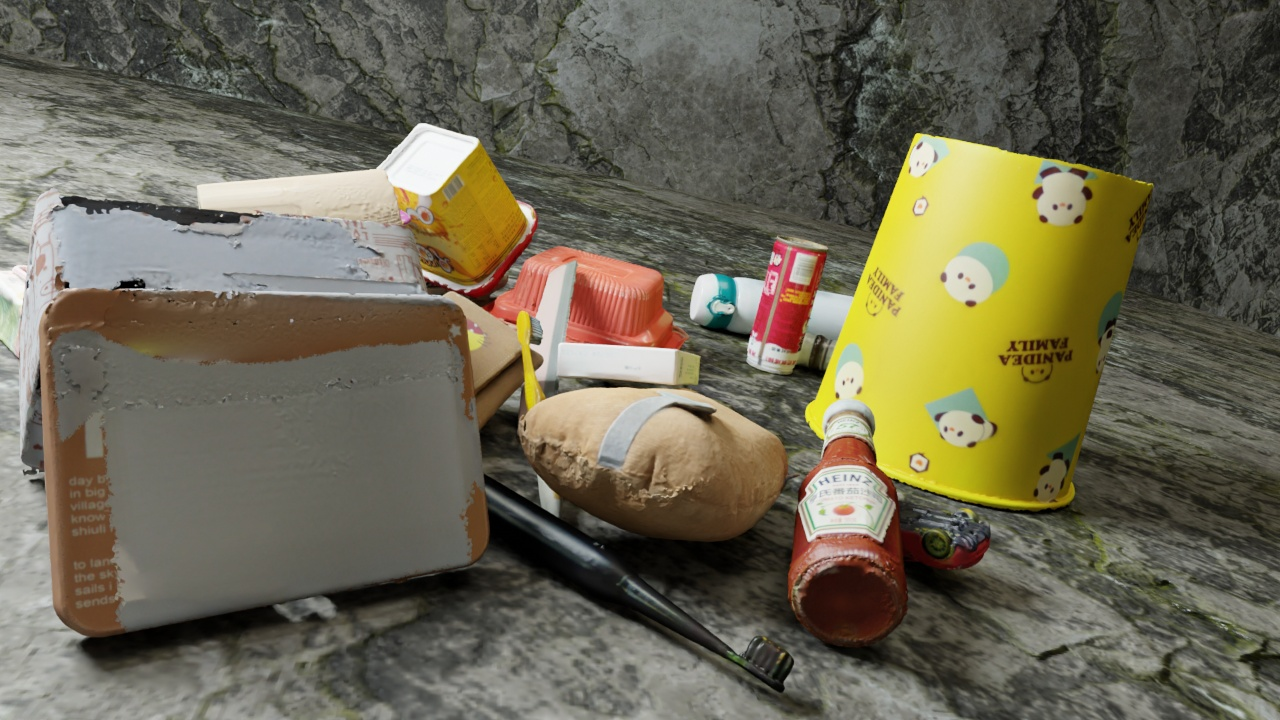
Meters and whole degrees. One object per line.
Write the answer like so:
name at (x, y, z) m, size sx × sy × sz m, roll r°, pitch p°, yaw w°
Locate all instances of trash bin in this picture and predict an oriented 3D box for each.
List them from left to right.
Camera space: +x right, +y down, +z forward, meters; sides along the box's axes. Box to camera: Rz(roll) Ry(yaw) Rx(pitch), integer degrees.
trash bin at (0.281, -0.041, 0.761) m, size 0.229 × 0.255 × 0.229 m, roll 11°, pitch 16°, yaw -3°

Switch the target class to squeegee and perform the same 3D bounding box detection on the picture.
squeegee at (-0.181, -0.016, 0.708) m, size 0.249 × 0.040 × 0.247 m, roll 6°, pitch 35°, yaw -2°

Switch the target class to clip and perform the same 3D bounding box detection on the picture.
clip at (-0.161, -0.062, 0.895) m, size 0.061 × 0.034 × 0.096 m, roll 22°, pitch 23°, yaw 25°

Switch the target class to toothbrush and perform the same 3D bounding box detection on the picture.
toothbrush at (-0.062, 0.030, 0.575) m, size 0.018 × 0.016 × 0.191 m, roll 18°, pitch 34°, yaw -27°
toothbrush at (-0.020, 0.101, 0.448) m, size 0.213 × 0.027 × 0.026 m, roll 23°, pitch -17°, yaw 32°

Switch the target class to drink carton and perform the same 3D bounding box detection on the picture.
drink carton at (-0.366, -0.025, 0.577) m, size 0.122 × 0.045 × 0.053 m, roll 25°, pitch 21°, yaw 38°

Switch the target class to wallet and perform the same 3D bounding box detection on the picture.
wallet at (-0.125, 0.004, 0.609) m, size 0.090 × 0.033 × 0.115 m, roll 33°, pitch 36°, yaw 6°

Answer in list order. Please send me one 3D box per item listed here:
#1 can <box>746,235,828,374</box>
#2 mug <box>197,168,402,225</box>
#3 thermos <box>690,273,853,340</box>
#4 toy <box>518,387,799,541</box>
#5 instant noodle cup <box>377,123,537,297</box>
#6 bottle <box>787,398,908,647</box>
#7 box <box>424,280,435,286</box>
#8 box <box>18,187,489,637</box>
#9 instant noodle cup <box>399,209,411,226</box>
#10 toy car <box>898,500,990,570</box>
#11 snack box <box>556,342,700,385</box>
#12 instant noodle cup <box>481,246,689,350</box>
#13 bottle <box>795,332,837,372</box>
can at (0.147, -0.056, 0.929) m, size 0.053 × 0.133 × 0.053 m, roll 12°, pitch 16°, yaw -4°
mug at (-0.208, -0.067, 0.560) m, size 0.103 × 0.084 × 0.125 m, roll -9°, pitch 1°, yaw -25°
thermos at (0.167, -0.055, 1.069) m, size 0.224 × 0.073 × 0.073 m, roll 8°, pitch 16°, yaw -14°
toy at (0.023, 0.052, 0.552) m, size 0.143 × 0.082 × 0.225 m, roll 24°, pitch 7°, yaw 15°
instant noodle cup at (-0.174, -0.140, 0.842) m, size 0.116 × 0.115 × 0.124 m, roll 21°, pitch -27°, yaw 27°
bottle at (0.120, 0.078, 0.527) m, size 0.060 × 0.060 × 0.205 m, roll 15°, pitch 25°, yaw 7°
box at (-0.238, -0.119, 0.947) m, size 0.075 × 0.081 × 0.163 m, roll 15°, pitch 18°, yaw 27°
box at (-0.180, 0.035, 0.432) m, size 0.182 × 0.157 × 0.192 m, roll 0°, pitch 61°, yaw -37°
instant noodle cup at (-0.255, -0.083, 0.769) m, size 0.111 × 0.099 × 0.111 m, roll 11°, pitch 18°, yaw -4°
toy car at (0.160, 0.104, 0.570) m, size 0.106 × 0.031 × 0.049 m, roll 11°, pitch 15°, yaw 39°
snack box at (-0.004, 0.004, 0.699) m, size 0.085 × 0.027 × 0.156 m, roll 3°, pitch -2°, yaw 10°
instant noodle cup at (-0.046, -0.053, 0.869) m, size 0.189 × 0.079 × 0.164 m, roll 16°, pitch 16°, yaw 6°
bottle at (0.254, 0.011, 0.948) m, size 0.195 × 0.044 × 0.079 m, roll 16°, pitch 8°, yaw 16°
